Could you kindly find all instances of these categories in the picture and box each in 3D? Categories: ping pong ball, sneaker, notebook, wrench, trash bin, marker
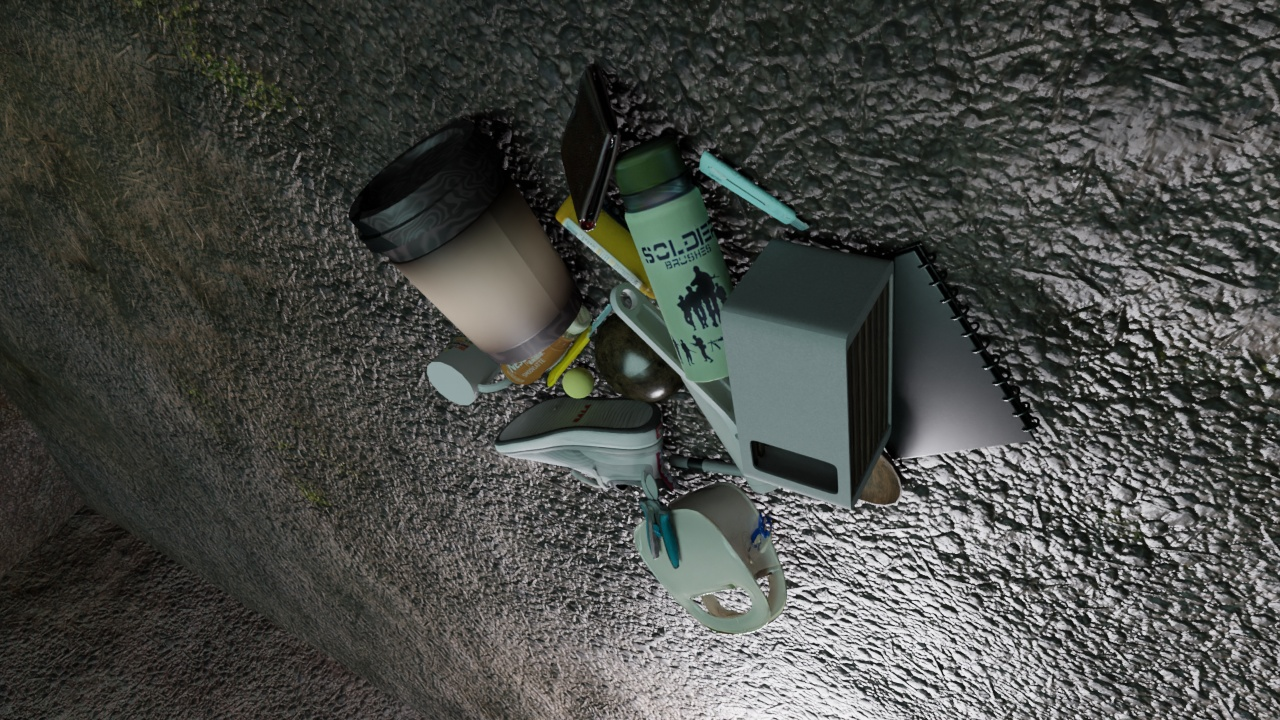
[{"bbox_3d":[-0.079,0.028,1.167,0.040,0.040,0.040,22,140,19],"label":"ping pong ball"},{"bbox_3d":[-0.073,0.120,1.211,0.264,0.096,0.129,-3,123,31],"label":"sneaker"},{"bbox_3d":[0.260,0.001,0.891,0.170,0.019,0.231,-17,118,48],"label":"notebook"},{"bbox_3d":[0.070,0.008,0.970,0.273,0.086,0.018,45,143,-22],"label":"wrench"},{"bbox_3d":[0.165,0.016,0.875,0.115,0.114,0.229,15,139,29],"label":"trash bin"},{"bbox_3d":[0.098,0.135,1.161,0.141,0.016,0.016,4,132,35],"label":"marker"}]

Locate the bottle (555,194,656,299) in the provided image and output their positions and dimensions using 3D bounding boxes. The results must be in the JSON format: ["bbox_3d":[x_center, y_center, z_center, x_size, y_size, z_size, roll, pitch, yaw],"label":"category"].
[{"bbox_3d":[-0.002,-0.108,0.952,0.186,0.053,0.053,40,143,-5],"label":"bottle"}]

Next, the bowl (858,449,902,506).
[{"bbox_3d":[0.244,0.112,1.010,0.102,0.026,0.114,7,137,46],"label":"bowl"}]

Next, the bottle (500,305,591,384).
[{"bbox_3d":[-0.114,-0.023,1.126,0.059,0.059,0.168,44,141,-10],"label":"bottle"}]

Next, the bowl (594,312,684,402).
[{"bbox_3d":[-0.006,0.006,1.074,0.121,0.056,0.121,22,140,19],"label":"bowl"}]

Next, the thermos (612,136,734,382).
[{"bbox_3d":[0.043,-0.099,0.884,0.082,0.082,0.231,-6,113,42],"label":"thermos"}]

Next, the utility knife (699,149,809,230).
[{"bbox_3d":[0.106,-0.156,0.852,0.119,0.015,0.022,33,141,0],"label":"utility knife"}]

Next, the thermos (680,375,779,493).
[{"bbox_3d":[0.099,0.055,1.045,0.052,0.052,0.224,-9,124,43],"label":"thermos"}]

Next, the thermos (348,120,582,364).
[{"bbox_3d":[-0.177,-0.118,0.997,0.173,0.172,0.226,-5,133,41],"label":"thermos"}]

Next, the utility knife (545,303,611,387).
[{"bbox_3d":[-0.078,-0.017,1.128,0.018,0.030,0.207,18,147,-15],"label":"utility knife"}]

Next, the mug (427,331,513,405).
[{"bbox_3d":[-0.212,0.007,1.209,0.105,0.089,0.074,21,140,20],"label":"mug"}]

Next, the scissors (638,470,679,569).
[{"bbox_3d":[0.025,0.208,1.168,0.148,0.019,0.132,49,143,8],"label":"scissors"}]

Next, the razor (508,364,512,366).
[{"bbox_3d":[-0.191,-0.059,1.135,0.144,0.022,0.042,55,134,17],"label":"razor"}]

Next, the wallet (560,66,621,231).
[{"bbox_3d":[-0.049,-0.199,0.866,0.031,0.099,0.120,-2,145,-20],"label":"wallet"}]

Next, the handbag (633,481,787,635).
[{"bbox_3d":[0.105,0.266,1.215,0.201,0.092,0.199,-27,93,50],"label":"handbag"}]
